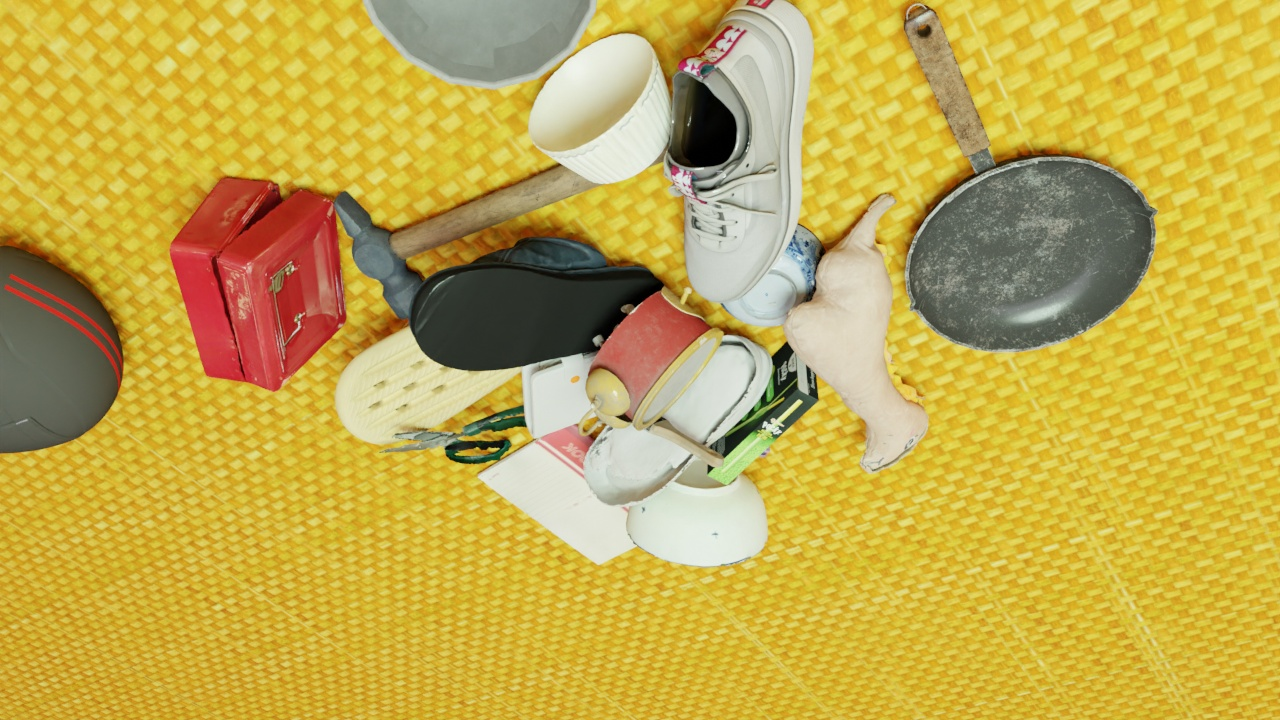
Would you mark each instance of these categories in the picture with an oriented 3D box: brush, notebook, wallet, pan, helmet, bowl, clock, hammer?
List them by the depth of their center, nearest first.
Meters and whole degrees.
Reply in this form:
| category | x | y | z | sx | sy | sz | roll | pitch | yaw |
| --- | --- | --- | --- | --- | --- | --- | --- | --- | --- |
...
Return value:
| category | x | y | z | sx | sy | sz | roll | pitch | yaw |
| --- | --- | --- | --- | --- | --- | --- | --- | --- | --- |
| pan | -0.036 | -0.321 | 0.643 | 0.358 | 0.041 | 0.179 | -20 | 126 | 15 |
| bowl | -0.023 | -0.189 | 0.716 | 0.115 | 0.115 | 0.062 | -22 | 141 | 23 |
| pan | 0.293 | -0.145 | 0.761 | 0.208 | 0.040 | 0.357 | -23 | 124 | 24 |
| hammer | -0.119 | -0.140 | 0.814 | 0.322 | 0.040 | 0.129 | -17 | 123 | 19 |
| clock | -0.005 | 0.005 | 0.831 | 0.081 | 0.158 | 0.117 | 41 | 170 | 12 |
| bowl | 0.117 | -0.070 | 0.839 | 0.114 | 0.045 | 0.114 | 3 | 131 | 4 |
| brush | 0.015 | 0.062 | 0.885 | 0.151 | 0.038 | 0.012 | 30 | 106 | 21 |
| helmet | -0.606 | -0.001 | 0.903 | 0.169 | 0.164 | 0.265 | 4 | 143 | -13 |
| wallet | -0.059 | 0.021 | 0.924 | 0.115 | 0.037 | 0.119 | -20 | 146 | -19 |
| bowl | 0.063 | 0.151 | 0.983 | 0.153 | 0.153 | 0.073 | 4 | 109 | 2 |
| notebook | -0.066 | 0.162 | 1.086 | 0.153 | 0.012 | 0.208 | -32 | 121 | 29 |

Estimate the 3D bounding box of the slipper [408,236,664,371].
| category | x | y | z | sx | sy | sz | roll | pitch | yaw |
| --- | --- | --- | --- | --- | --- | --- | --- | --- | --- |
| slipper | -0.097 | -0.060 | 0.807 | 0.264 | 0.083 | 0.109 | -8 | 137 | -45 |

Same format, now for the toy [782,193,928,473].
| category | x | y | z | sx | sy | sz | roll | pitch | yaw |
| --- | --- | --- | --- | --- | --- | --- | --- | --- | --- |
| toy | 0.229 | -0.009 | 0.863 | 0.264 | 0.065 | 0.196 | 37 | 90 | -41 |

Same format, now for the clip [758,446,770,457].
| category | x | y | z | sx | sy | sz | roll | pitch | yaw |
| --- | --- | --- | --- | --- | --- | --- | --- | --- | --- |
| clip | 0.113 | 0.094 | 1.007 | 0.042 | 0.014 | 0.052 | -34 | 118 | 30 |

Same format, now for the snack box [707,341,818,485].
| category | x | y | z | sx | sy | sz | roll | pitch | yaw |
| --- | --- | --- | --- | --- | --- | --- | --- | --- | --- |
| snack box | 0.120 | 0.051 | 0.922 | 0.025 | 0.080 | 0.148 | 27 | 128 | -17 |

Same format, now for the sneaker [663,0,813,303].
| category | x | y | z | sx | sy | sz | roll | pitch | yaw |
| --- | --- | --- | --- | --- | --- | --- | --- | --- | --- |
| sneaker | 0.061 | -0.139 | 0.718 | 0.097 | 0.128 | 0.264 | 28 | 137 | 25 |

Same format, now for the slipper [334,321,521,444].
| category | x | y | z | sx | sy | sz | roll | pitch | yaw |
| --- | --- | --- | --- | --- | --- | --- | --- | --- | --- |
| slipper | -0.184 | -0.017 | 0.903 | 0.261 | 0.079 | 0.111 | -29 | 130 | 5 |

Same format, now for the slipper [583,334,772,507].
| category | x | y | z | sx | sy | sz | roll | pitch | yaw |
| --- | --- | --- | --- | --- | --- | --- | --- | --- | --- |
| slipper | 0.034 | 0.062 | 0.933 | 0.247 | 0.112 | 0.074 | -43 | 146 | 24 |

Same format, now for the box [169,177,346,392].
| category | x | y | z | sx | sy | sz | roll | pitch | yaw |
| --- | --- | --- | --- | --- | --- | --- | --- | --- | --- |
| box | -0.353 | -0.070 | 0.838 | 0.112 | 0.134 | 0.158 | 16 | 131 | 6 |

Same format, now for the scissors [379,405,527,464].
| category | x | y | z | sx | sy | sz | roll | pitch | yaw |
| --- | --- | --- | --- | --- | --- | --- | --- | --- | --- |
| scissors | -0.168 | 0.071 | 0.946 | 0.142 | 0.015 | 0.209 | -31 | 161 | 21 |
